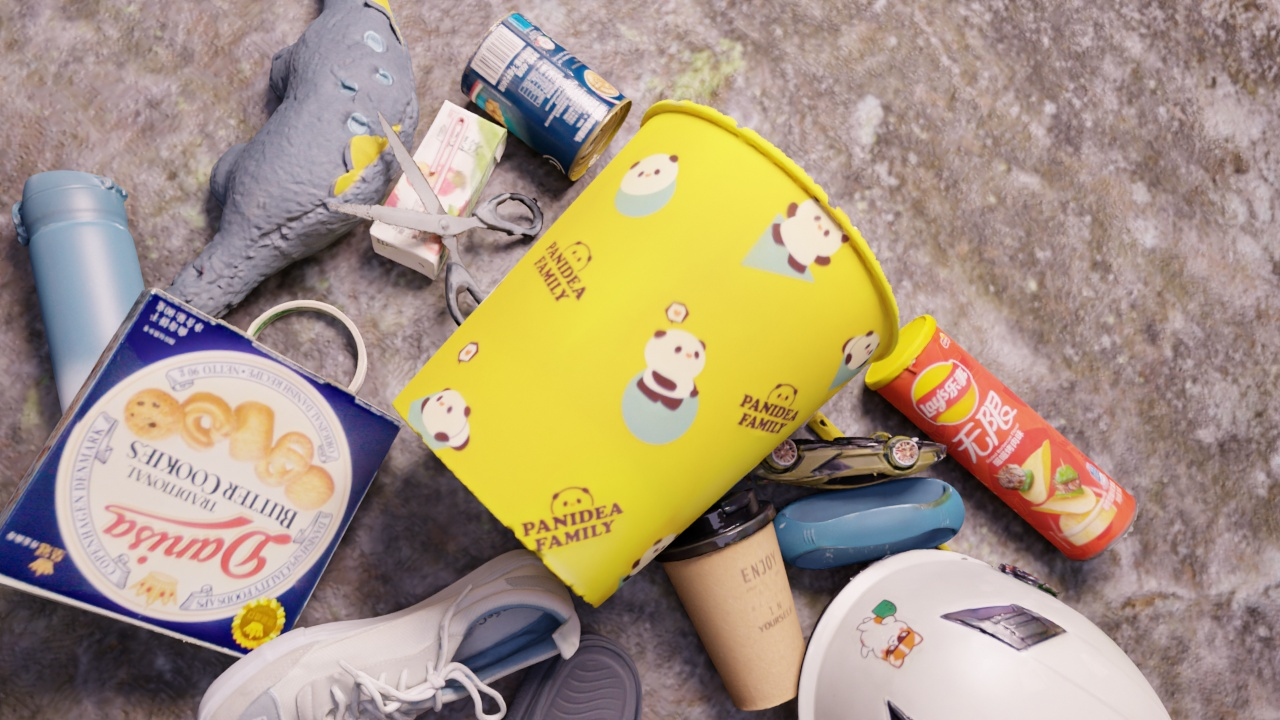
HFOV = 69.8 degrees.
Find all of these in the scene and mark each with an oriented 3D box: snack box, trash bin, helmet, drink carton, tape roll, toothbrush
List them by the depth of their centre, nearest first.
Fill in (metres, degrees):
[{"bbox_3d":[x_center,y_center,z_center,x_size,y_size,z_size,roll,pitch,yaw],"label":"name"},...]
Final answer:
[{"bbox_3d":[-0.269,0.077,0.573,0.178,0.046,0.182,36,71,-36],"label":"snack box"},{"bbox_3d":[-0.004,0.003,0.598,0.229,0.230,0.255,45,80,1],"label":"trash bin"},{"bbox_3d":[0.249,0.258,0.598,0.274,0.157,0.229,45,72,-17],"label":"helmet"},{"bbox_3d":[-0.240,0.000,0.654,0.085,0.014,0.085,2,78,-11],"label":"tape roll"},{"bbox_3d":[-0.149,-0.128,0.681,0.053,0.045,0.122,26,75,-4],"label":"drink carton"},{"bbox_3d":[0.202,0.110,0.713,0.190,0.017,0.015,45,75,1],"label":"toothbrush"}]

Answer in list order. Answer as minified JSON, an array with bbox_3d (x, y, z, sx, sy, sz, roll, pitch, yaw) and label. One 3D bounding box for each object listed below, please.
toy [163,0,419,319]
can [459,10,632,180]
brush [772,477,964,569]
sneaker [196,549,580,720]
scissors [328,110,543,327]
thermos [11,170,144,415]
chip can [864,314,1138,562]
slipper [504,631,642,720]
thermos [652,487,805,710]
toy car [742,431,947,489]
[{"bbox_3d":[-0.231,-0.159,0.648,0.138,0.091,0.355,14,70,11],"label":"toy"},{"bbox_3d":[-0.072,-0.200,0.694,0.111,0.075,0.075,39,74,-1],"label":"can"},{"bbox_3d":[0.166,0.119,0.668,0.144,0.073,0.055,-10,84,-2],"label":"brush"},{"bbox_3d":[-0.150,0.203,0.577,0.241,0.091,0.089,-20,115,-18],"label":"sneaker"},{"bbox_3d":[-0.134,-0.097,0.648,0.159,0.014,0.181,-39,124,-38],"label":"scissors"},{"bbox_3d":[-0.360,-0.019,0.610,0.070,0.070,0.220,-16,81,-13],"label":"thermos"},{"bbox_3d":[0.276,0.061,0.709,0.216,0.073,0.073,42,74,-1],"label":"chip can"},{"bbox_3d":[-0.058,0.301,0.569,0.110,0.083,0.267,30,64,-20],"label":"slipper"},{"bbox_3d":[0.068,0.165,0.644,0.093,0.093,0.143,-21,90,-14],"label":"thermos"},{"bbox_3d":[0.144,0.072,0.672,0.158,0.070,0.042,-2,89,2],"label":"toy car"}]
